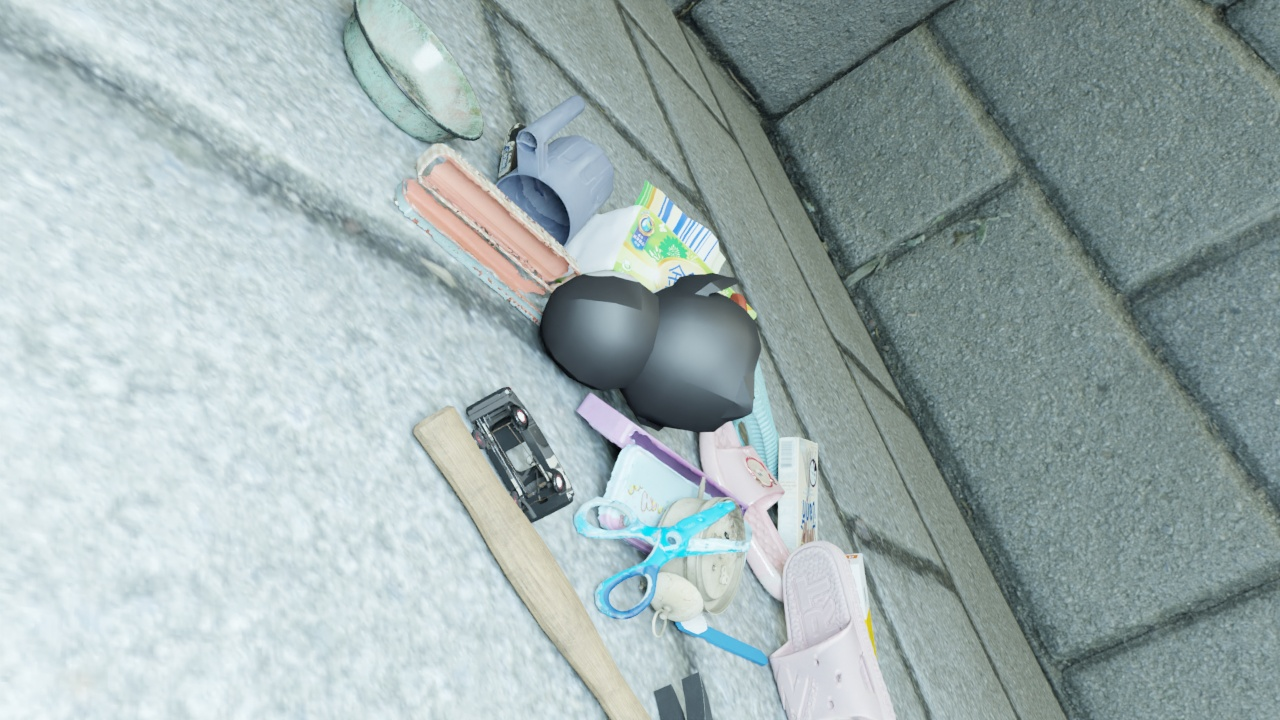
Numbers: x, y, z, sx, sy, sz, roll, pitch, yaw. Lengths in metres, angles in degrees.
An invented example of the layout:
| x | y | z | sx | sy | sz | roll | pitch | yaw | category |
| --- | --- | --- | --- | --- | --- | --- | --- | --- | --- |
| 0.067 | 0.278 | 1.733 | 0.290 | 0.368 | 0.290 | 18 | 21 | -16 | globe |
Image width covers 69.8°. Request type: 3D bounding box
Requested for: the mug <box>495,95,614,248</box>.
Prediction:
| x | y | z | sx | sy | sz | roll | pitch | yaw | category |
| --- | --- | --- | --- | --- | --- | --- | --- | --- | --- |
| -0.080 | -0.173 | 0.851 | 0.103 | 0.084 | 0.124 | -54 | 153 | -48 | mug |

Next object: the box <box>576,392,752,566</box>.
| x | y | z | sx | sy | sz | roll | pitch | yaw | category |
| --- | --- | --- | --- | --- | --- | --- | --- | --- | --- |
| 0.030 | 0.118 | 0.814 | 0.214 | 0.062 | 0.139 | 39 | 30 | -45 | box |

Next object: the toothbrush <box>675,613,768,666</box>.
| x | y | z | sx | sy | sz | roll | pitch | yaw | category |
| --- | --- | --- | --- | --- | --- | --- | --- | --- | --- |
| 0.076 | 0.243 | 0.800 | 0.166 | 0.014 | 0.016 | 39 | 27 | -46 | toothbrush |

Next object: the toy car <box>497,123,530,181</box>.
| x | y | z | sx | sy | sz | roll | pitch | yaw | category |
| --- | --- | --- | --- | --- | --- | --- | --- | --- | --- |
| -0.124 | -0.187 | 0.924 | 0.048 | 0.041 | 0.112 | 39 | 45 | -44 | toy car |

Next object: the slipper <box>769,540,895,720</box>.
| x | y | z | sx | sy | sz | roll | pitch | yaw | category |
| --- | --- | --- | --- | --- | --- | --- | --- | --- | --- |
| 0.166 | 0.274 | 0.847 | 0.064 | 0.094 | 0.238 | 29 | 40 | -34 | slipper |

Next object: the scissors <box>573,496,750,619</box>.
| x | y | z | sx | sy | sz | roll | pitch | yaw | category |
| --- | --- | --- | --- | --- | --- | --- | --- | --- | --- |
| 0.019 | 0.146 | 0.680 | 0.013 | 0.140 | 0.113 | 103 | -10 | -55 | scissors |

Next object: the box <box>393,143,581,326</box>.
| x | y | z | sx | sy | sz | roll | pitch | yaw | category |
| --- | --- | --- | --- | --- | --- | --- | --- | --- | --- |
| -0.121 | -0.103 | 0.773 | 0.187 | 0.055 | 0.076 | 39 | 59 | -41 | box |

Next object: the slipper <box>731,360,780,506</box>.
| x | y | z | sx | sy | sz | roll | pitch | yaw | category |
| --- | --- | --- | --- | --- | --- | --- | --- | --- | --- |
| 0.134 | 0.086 | 1.106 | 0.115 | 0.069 | 0.276 | -94 | 163 | -55 | slipper |

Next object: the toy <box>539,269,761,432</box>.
| x | y | z | sx | sy | sz | roll | pitch | yaw | category |
| --- | --- | --- | --- | --- | --- | --- | --- | --- | --- |
| 0.005 | -0.011 | 0.797 | 0.184 | 0.159 | 0.140 | 17 | 23 | -23 | toy |

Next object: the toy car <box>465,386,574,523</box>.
| x | y | z | sx | sy | sz | roll | pitch | yaw | category |
| --- | --- | --- | --- | --- | --- | --- | --- | --- | --- |
| -0.082 | 0.064 | 0.634 | 0.092 | 0.040 | 0.037 | 61 | 16 | -4 | toy car |

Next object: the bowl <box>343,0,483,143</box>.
| x | y | z | sx | sy | sz | roll | pitch | yaw | category |
| --- | --- | --- | --- | --- | --- | --- | --- | --- | --- |
| -0.205 | -0.251 | 0.810 | 0.157 | 0.039 | 0.157 | 49 | 21 | -27 | bowl |

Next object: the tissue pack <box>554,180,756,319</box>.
| x | y | z | sx | sy | sz | roll | pitch | yaw | category |
| --- | --- | --- | --- | --- | --- | --- | --- | --- | --- |
| 0.027 | -0.093 | 0.941 | 0.197 | 0.120 | 0.141 | 42 | 62 | -39 | tissue pack |

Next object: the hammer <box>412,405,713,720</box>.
| x | y | z | sx | sy | sz | roll | pitch | yaw | category |
| --- | --- | --- | --- | --- | --- | --- | --- | --- | --- |
| -0.048 | 0.162 | 0.589 | 0.305 | 0.040 | 0.132 | 57 | 22 | -2 | hammer |

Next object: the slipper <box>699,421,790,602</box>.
| x | y | z | sx | sy | sz | roll | pitch | yaw | category |
| --- | --- | --- | --- | --- | --- | --- | --- | --- | --- |
| 0.121 | 0.154 | 0.987 | 0.106 | 0.056 | 0.221 | 15 | 49 | -61 | slipper |

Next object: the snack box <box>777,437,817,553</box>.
| x | y | z | sx | sy | sz | roll | pitch | yaw | category |
| --- | --- | --- | --- | --- | --- | --- | --- | --- | --- |
| 0.184 | 0.167 | 1.070 | 0.082 | 0.026 | 0.150 | 22 | 69 | -62 | snack box |

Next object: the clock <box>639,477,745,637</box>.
| x | y | z | sx | sy | sz | roll | pitch | yaw | category |
| --- | --- | --- | --- | --- | --- | --- | --- | --- | --- |
| 0.037 | 0.165 | 0.733 | 0.140 | 0.055 | 0.093 | -50 | 133 | -47 | clock |

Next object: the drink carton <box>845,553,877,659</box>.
| x | y | z | sx | sy | sz | roll | pitch | yaw | category |
| --- | --- | --- | --- | --- | --- | --- | --- | --- | --- |
| 0.211 | 0.264 | 0.971 | 0.040 | 0.059 | 0.122 | -17 | 99 | -71 | drink carton |
